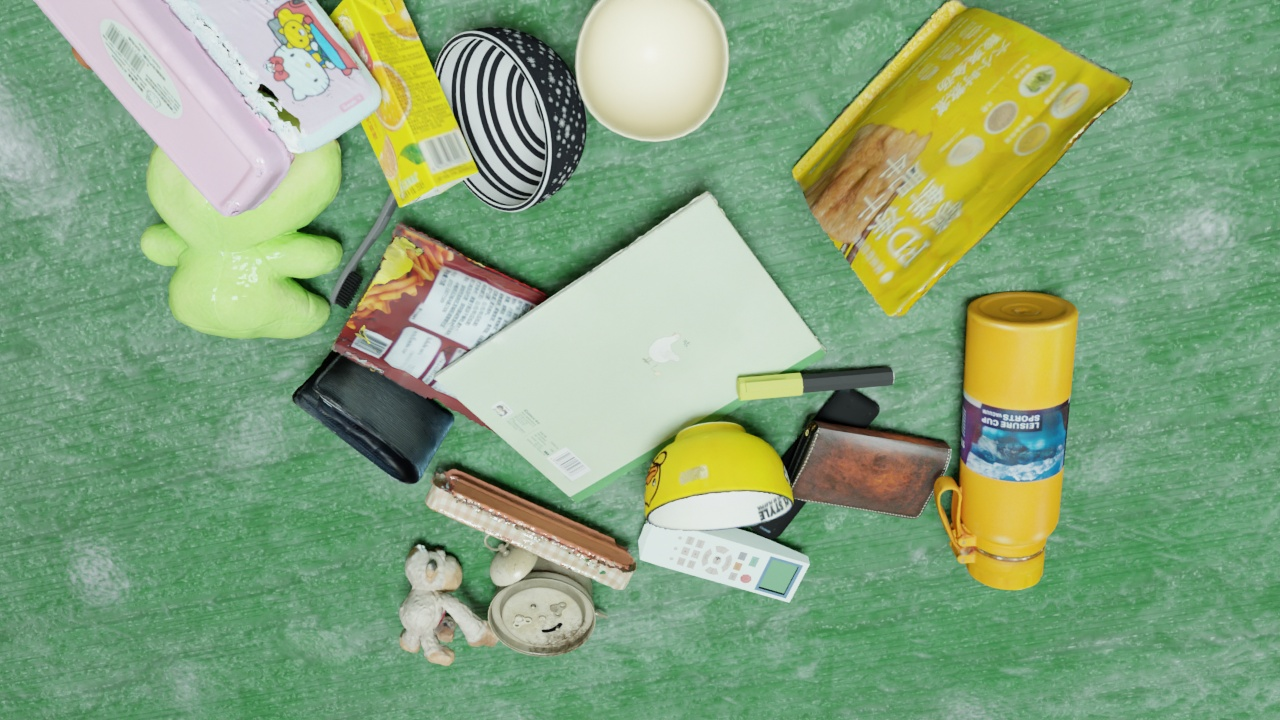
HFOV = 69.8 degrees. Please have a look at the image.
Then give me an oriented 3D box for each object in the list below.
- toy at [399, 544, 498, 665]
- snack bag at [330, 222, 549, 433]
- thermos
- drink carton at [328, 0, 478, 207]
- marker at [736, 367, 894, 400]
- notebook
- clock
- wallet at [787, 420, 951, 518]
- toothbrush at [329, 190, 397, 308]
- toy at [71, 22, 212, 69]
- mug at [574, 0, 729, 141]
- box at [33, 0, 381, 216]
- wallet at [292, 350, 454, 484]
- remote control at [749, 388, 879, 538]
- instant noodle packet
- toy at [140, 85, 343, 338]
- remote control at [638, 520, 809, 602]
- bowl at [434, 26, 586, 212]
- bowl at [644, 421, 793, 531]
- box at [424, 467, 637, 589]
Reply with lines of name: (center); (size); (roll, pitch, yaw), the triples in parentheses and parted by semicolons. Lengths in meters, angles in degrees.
toy: (-0.184, 0.213, 0.820); (0.085, 0.074, 0.106); (-10, 95, 53)
snack bag: (-0.121, -0.007, 0.716); (0.208, 0.066, 0.139); (28, 112, -15)
thermos: (0.283, 0.066, 0.719); (0.091, 0.076, 0.233); (8, 117, 29)
drink carton: (-0.168, -0.179, 0.630); (0.059, 0.042, 0.134); (-11, 105, 50)
marker: (0.139, 0.017, 0.724); (0.124, 0.021, 0.017); (-5, 84, -4)
notebook: (-0.004, 0.004, 0.714); (0.253, 0.010, 0.182); (-32, 124, 16)
clock: (-0.094, 0.197, 0.807); (0.093, 0.054, 0.141); (-24, 117, 13)
wallet: (0.185, 0.089, 0.747); (0.123, 0.019, 0.072); (11, 115, -15)
toothbrush: (-0.190, -0.112, 0.686); (0.013, 0.012, 0.167); (32, 102, 8)
toy: (-0.339, -0.238, 0.627); (0.128, 0.065, 0.095); (-22, 94, 13)
mug: (0.009, -0.209, 0.600); (0.096, 0.099, 0.120); (9, 111, -3)
box: (-0.274, -0.201, 0.561); (0.146, 0.077, 0.201); (-36, 102, 9)
wallet: (-0.205, 0.037, 0.725); (0.115, 0.089, 0.026); (40, 115, -14)
remote control: (0.140, 0.088, 0.764); (0.041, 0.020, 0.152); (30, 110, -10)
instant noodle packet: (0.188, -0.122, 0.561); (0.084, 0.221, 0.163); (39, 111, -16)
toy: (-0.291, -0.102, 0.666); (0.150, 0.107, 0.197); (8, 122, 2)
remote control: (0.070, 0.166, 0.797); (0.143, 0.024, 0.050); (17, 122, -3)
bowl: (-0.080, -0.169, 0.631); (0.120, 0.066, 0.120); (26, 131, 34)
bowl: (0.059, 0.090, 0.733); (0.117, 0.067, 0.117); (-4, 155, -2)
box: (-0.092, 0.138, 0.773); (0.187, 0.082, 0.042); (26, 101, -6)
